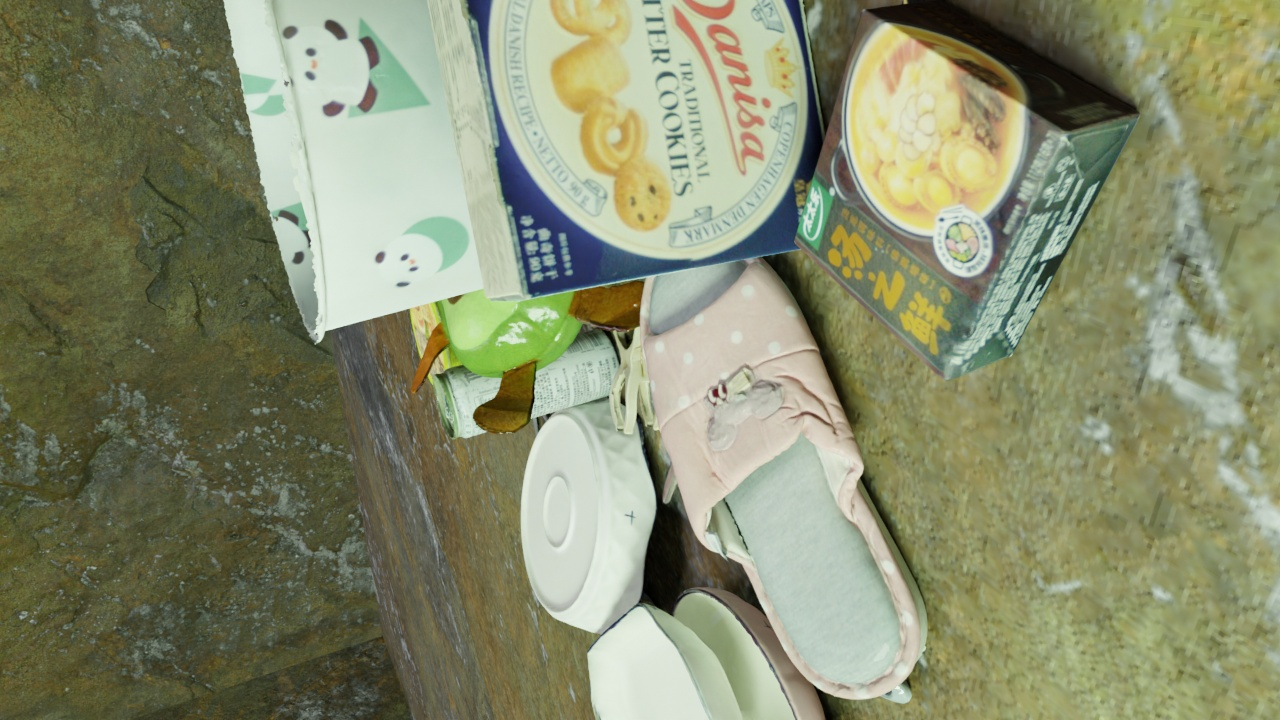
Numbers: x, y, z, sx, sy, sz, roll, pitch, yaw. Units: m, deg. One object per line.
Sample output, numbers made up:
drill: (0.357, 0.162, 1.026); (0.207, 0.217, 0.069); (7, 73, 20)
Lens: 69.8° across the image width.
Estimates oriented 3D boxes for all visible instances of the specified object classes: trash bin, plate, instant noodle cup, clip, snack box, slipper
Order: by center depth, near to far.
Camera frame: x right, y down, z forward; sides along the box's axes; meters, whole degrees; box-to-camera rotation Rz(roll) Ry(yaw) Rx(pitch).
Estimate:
snack box: (0.118, -0.076, 0.376); (0.125, 0.053, 0.113); (50, 145, 36)
snack box: (0.001, -0.131, 0.432); (0.046, 0.182, 0.178); (-1, 101, 61)
slipper: (0.066, 0.051, 0.501); (0.114, 0.054, 0.274); (-31, 74, 33)
trash bin: (-0.086, -0.145, 0.528); (0.229, 0.251, 0.230); (42, 138, 53)
plate: (0.080, 0.246, 0.633); (0.192, 0.039, 0.193); (42, 139, 52)
plate: (0.018, 0.273, 0.690); (0.162, 0.034, 0.266); (67, 155, 22)
clip: (-0.002, 0.005, 0.699); (0.070, 0.034, 0.100); (-170, 77, -65)
plate: (-0.053, 0.130, 0.791); (0.205, 0.045, 0.204); (-15, 74, 62)
instant noodle cup: (-0.142, -0.038, 0.867); (0.111, 0.123, 0.112); (42, 140, 49)

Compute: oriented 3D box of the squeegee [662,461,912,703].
squeegee: (0.079, 0.101, 0.562); (0.249, 0.040, 0.248); (57, 148, 35)

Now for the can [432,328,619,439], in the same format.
can: (-0.092, 0.018, 0.754); (0.058, 0.146, 0.058); (50, 148, 47)

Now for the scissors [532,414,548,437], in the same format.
scissors: (-0.124, 0.025, 0.994); (0.159, 0.014, 0.178); (28, 128, 59)

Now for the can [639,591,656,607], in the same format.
can: (-0.034, 0.216, 0.848); (0.135, 0.053, 0.053); (23, 123, 61)

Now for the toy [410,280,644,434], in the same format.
toy: (-0.101, -0.058, 0.688); (0.090, 0.227, 0.246); (37, -172, -44)
